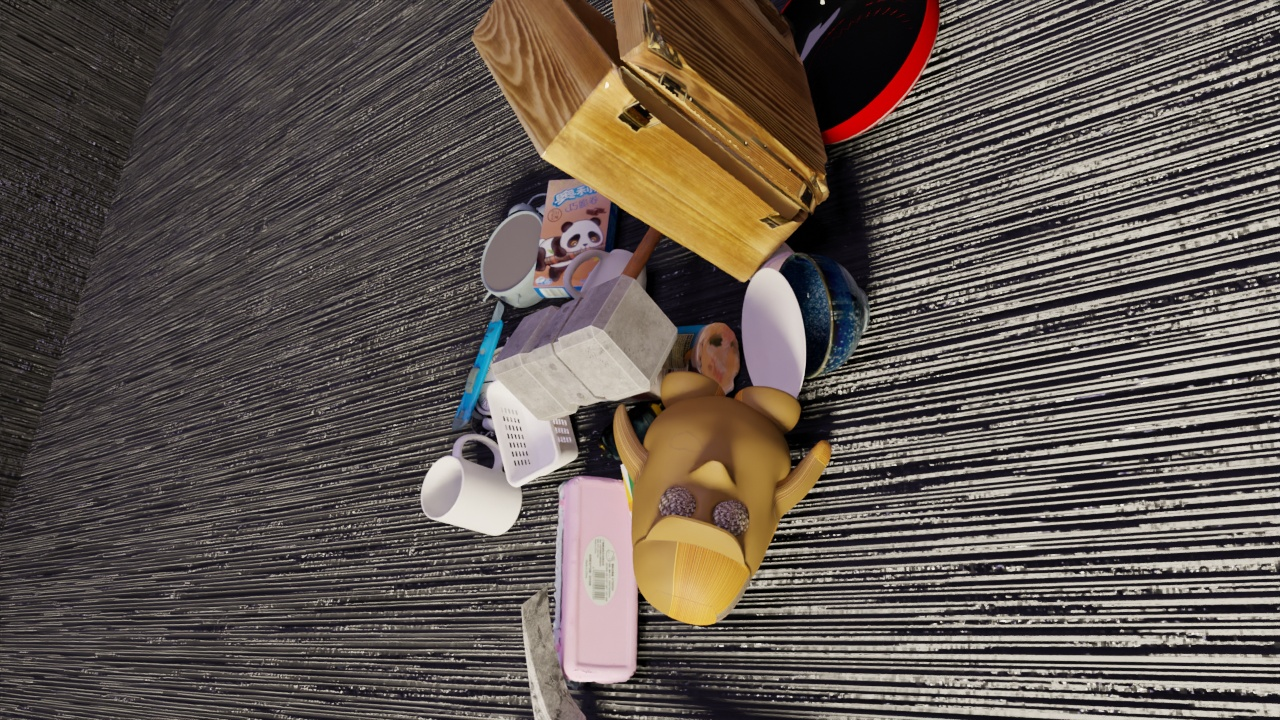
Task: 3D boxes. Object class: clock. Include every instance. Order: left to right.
[{"bbox_3d":[-0.173,0.039,1.139,0.094,0.035,0.122,35,94,46],"label":"clock"},{"bbox_3d":[-0.149,-0.145,1.197,0.123,0.045,0.159,9,78,43],"label":"clock"}]

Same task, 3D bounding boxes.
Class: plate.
[{"bbox_3d":[0.128,-0.020,0.862,0.135,0.011,0.134,173,90,-73],"label":"plate"}]

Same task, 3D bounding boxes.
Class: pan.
[{"bbox_3d":[0.154,-0.302,0.982,0.357,0.067,0.208,-16,61,45],"label":"pan"}]

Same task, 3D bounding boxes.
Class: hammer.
[{"bbox_3d":[-0.010,-0.089,0.947,0.163,0.083,0.316,-19,32,43],"label":"hammer"},{"bbox_3d":[0.032,0.314,0.763,0.301,0.037,0.218,1,107,33],"label":"hammer"}]

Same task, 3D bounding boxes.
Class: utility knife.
[{"bbox_3d":[-0.200,0.006,1.143,0.031,0.015,0.173,8,75,40],"label":"utility knife"}]

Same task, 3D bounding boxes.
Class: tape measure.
[{"bbox_3d":[-0.006,0.071,0.938,0.072,0.071,0.042,-24,96,54],"label":"tape measure"}]

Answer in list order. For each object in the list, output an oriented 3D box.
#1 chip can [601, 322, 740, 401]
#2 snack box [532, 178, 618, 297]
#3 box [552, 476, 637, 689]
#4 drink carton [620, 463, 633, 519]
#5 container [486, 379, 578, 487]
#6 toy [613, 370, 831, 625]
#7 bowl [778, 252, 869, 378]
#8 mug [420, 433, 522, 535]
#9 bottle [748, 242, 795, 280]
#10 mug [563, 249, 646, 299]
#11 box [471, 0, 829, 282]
[{"bbox_3d":[-0.006,0.006,0.977,0.230,0.079,0.079,-3,69,42],"label":"chip can"},{"bbox_3d":[-0.077,-0.151,1.120,0.087,0.034,0.151,0,69,16],"label":"snack box"},{"bbox_3d":[-0.056,0.224,0.929,0.096,0.088,0.201,133,142,-56],"label":"box"},{"bbox_3d":[0.024,0.149,0.904,0.058,0.041,0.122,-32,51,27],"label":"drink carton"},{"bbox_3d":[-0.120,0.074,1.050,0.081,0.049,0.129,-30,66,29],"label":"container"},{"bbox_3d":[0.056,0.123,0.796,0.199,0.163,0.202,11,62,10],"label":"toy"},{"bbox_3d":[0.172,-0.044,0.837,0.114,0.060,0.114,172,90,-74],"label":"bowl"},{"bbox_3d":[-0.194,0.140,1.070,0.074,0.090,0.110,-12,63,38],"label":"mug"},{"bbox_3d":[0.117,-0.114,0.936,0.051,0.051,0.146,-47,46,15],"label":"bottle"},{"bbox_3d":[-0.041,-0.085,1.028,0.071,0.107,0.089,4,64,46],"label":"mug"},{"bbox_3d":[0.040,-0.248,0.831,0.216,0.279,0.257,-44,47,19],"label":"box"}]
